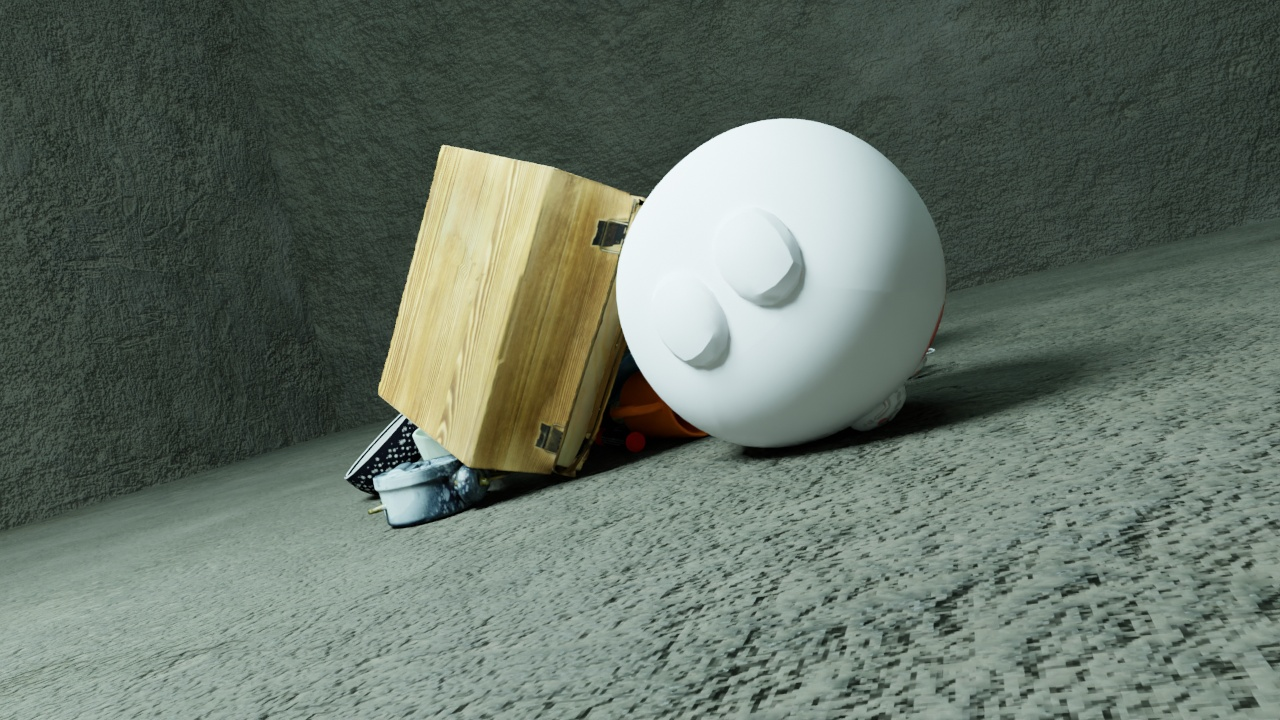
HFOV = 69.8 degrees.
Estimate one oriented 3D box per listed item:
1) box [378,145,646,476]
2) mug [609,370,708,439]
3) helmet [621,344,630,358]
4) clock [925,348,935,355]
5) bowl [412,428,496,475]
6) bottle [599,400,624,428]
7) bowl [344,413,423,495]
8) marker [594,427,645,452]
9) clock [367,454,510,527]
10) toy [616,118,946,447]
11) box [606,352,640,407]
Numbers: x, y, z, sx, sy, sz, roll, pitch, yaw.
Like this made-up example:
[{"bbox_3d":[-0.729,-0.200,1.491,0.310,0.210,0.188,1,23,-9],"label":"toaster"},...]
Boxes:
[{"bbox_3d":[-0.090,-0.046,0.922,0.220,0.279,0.259,13,8,-37],"label":"box"},{"bbox_3d":[0.020,0.047,0.963,0.112,0.077,0.096,-12,1,-32],"label":"mug"},{"bbox_3d":[-0.089,-0.029,1.468,0.193,0.236,0.224,1,15,7],"label":"helmet"},{"bbox_3d":[0.268,0.003,1.027,0.121,0.042,0.091,-13,2,10],"label":"clock"},{"bbox_3d":[-0.196,0.102,1.049,0.117,0.061,0.117,-7,7,1],"label":"bowl"},{"bbox_3d":[-0.036,0.068,1.205,0.185,0.045,0.045,-12,3,45],"label":"bottle"},{"bbox_3d":[-0.288,0.117,1.103,0.120,0.066,0.120,-43,13,12],"label":"bowl"},{"bbox_3d":[-0.024,0.086,1.006,0.023,0.021,0.145,9,-5,-17],"label":"marker"},{"bbox_3d":[-0.185,0.115,0.852,0.129,0.052,0.090,-15,2,-4],"label":"clock"},{"bbox_3d":[0.126,-0.057,0.768,0.263,0.265,0.280,-43,-22,27],"label":"toy"},{"bbox_3d":[-0.006,0.006,1.057,0.174,0.033,0.232,-32,-8,-38],"label":"box"}]
